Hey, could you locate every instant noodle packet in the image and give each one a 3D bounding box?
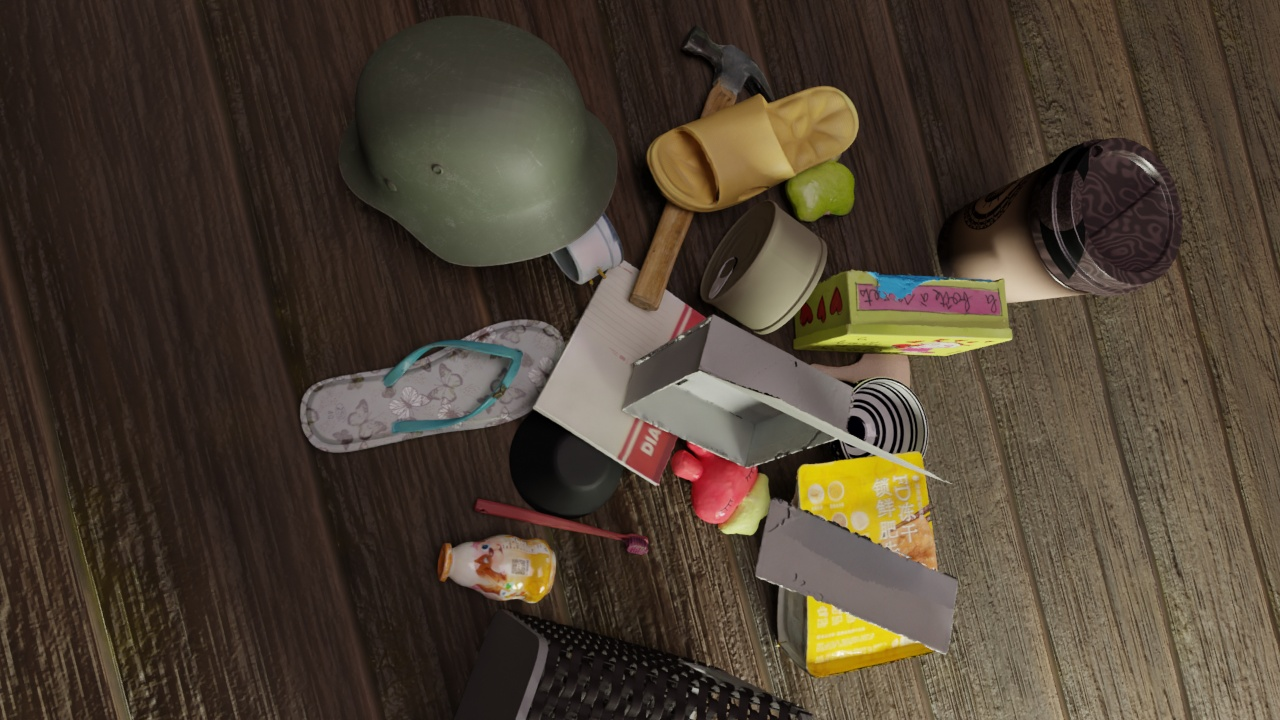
[{"bbox_3d":[0.236,0.212,0.998,0.162,0.084,0.221,-4,99,-20],"label":"instant noodle packet"}]

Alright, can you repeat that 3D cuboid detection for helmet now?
[{"bbox_3d":[-0.161,-0.225,0.846,0.268,0.154,0.226,4,62,6],"label":"helmet"}]

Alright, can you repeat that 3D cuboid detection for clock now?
[{"bbox_3d":[-0.067,-0.135,0.941,0.057,0.083,0.117,-34,98,-15],"label":"clock"}]

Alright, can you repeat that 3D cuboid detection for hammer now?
[{"bbox_3d":[0.060,-0.206,1.016,0.132,0.033,0.329,27,72,-19],"label":"hammer"}]

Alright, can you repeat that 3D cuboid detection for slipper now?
[{"bbox_3d":[-0.190,0.030,0.892,0.268,0.055,0.098,-19,94,-21],"label":"slipper"},{"bbox_3d":[0.135,-0.235,0.991,0.262,0.078,0.099,-24,96,-21],"label":"slipper"}]

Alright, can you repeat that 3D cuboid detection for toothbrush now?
[{"bbox_3d":[-0.078,0.171,0.937,0.189,0.016,0.016,17,36,-19],"label":"toothbrush"}]

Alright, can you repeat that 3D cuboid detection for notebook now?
[{"bbox_3d":[-0.006,0.006,0.957,0.153,0.012,0.208,34,57,-13],"label":"notebook"}]

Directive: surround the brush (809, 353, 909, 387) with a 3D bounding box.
[{"bbox_3d":[0.257,0.016,1.090,0.135,0.015,0.050,1,84,-15],"label":"brush"}]

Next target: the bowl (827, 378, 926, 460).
[{"bbox_3d":[0.261,0.081,1.054,0.120,0.066,0.120,2,83,-21],"label":"bowl"}]

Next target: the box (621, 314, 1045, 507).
[{"bbox_3d":[0.136,0.034,0.779,0.166,0.419,0.108,25,77,-19],"label":"box"}]

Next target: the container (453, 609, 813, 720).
[{"bbox_3d":[-0.036,0.376,0.814,0.243,0.248,0.245,23,76,-14],"label":"container"}]

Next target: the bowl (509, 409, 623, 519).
[{"bbox_3d":[-0.066,0.100,0.931,0.124,0.053,0.124,2,84,-21],"label":"bowl"}]

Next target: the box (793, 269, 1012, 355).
[{"bbox_3d":[0.296,-0.051,1.053,0.220,0.125,0.079,-1,82,-23],"label":"box"}]

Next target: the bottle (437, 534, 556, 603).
[{"bbox_3d":[-0.139,0.199,0.887,0.109,0.063,0.063,12,80,-19],"label":"bottle"}]

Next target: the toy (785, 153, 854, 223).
[{"bbox_3d":[0.206,-0.222,1.078,0.092,0.043,0.117,-13,86,-19],"label":"toy"}]

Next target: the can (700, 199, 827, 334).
[{"bbox_3d":[0.132,-0.099,0.990,0.073,0.128,0.127,32,74,-18],"label":"can"}]

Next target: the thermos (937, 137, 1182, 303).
[{"bbox_3d":[0.475,-0.147,1.075,0.172,0.227,0.172,2,83,-21],"label":"thermos"}]

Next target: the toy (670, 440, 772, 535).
[{"bbox_3d":[0.089,0.131,0.992,0.135,0.045,0.091,48,68,-17],"label":"toy"}]
